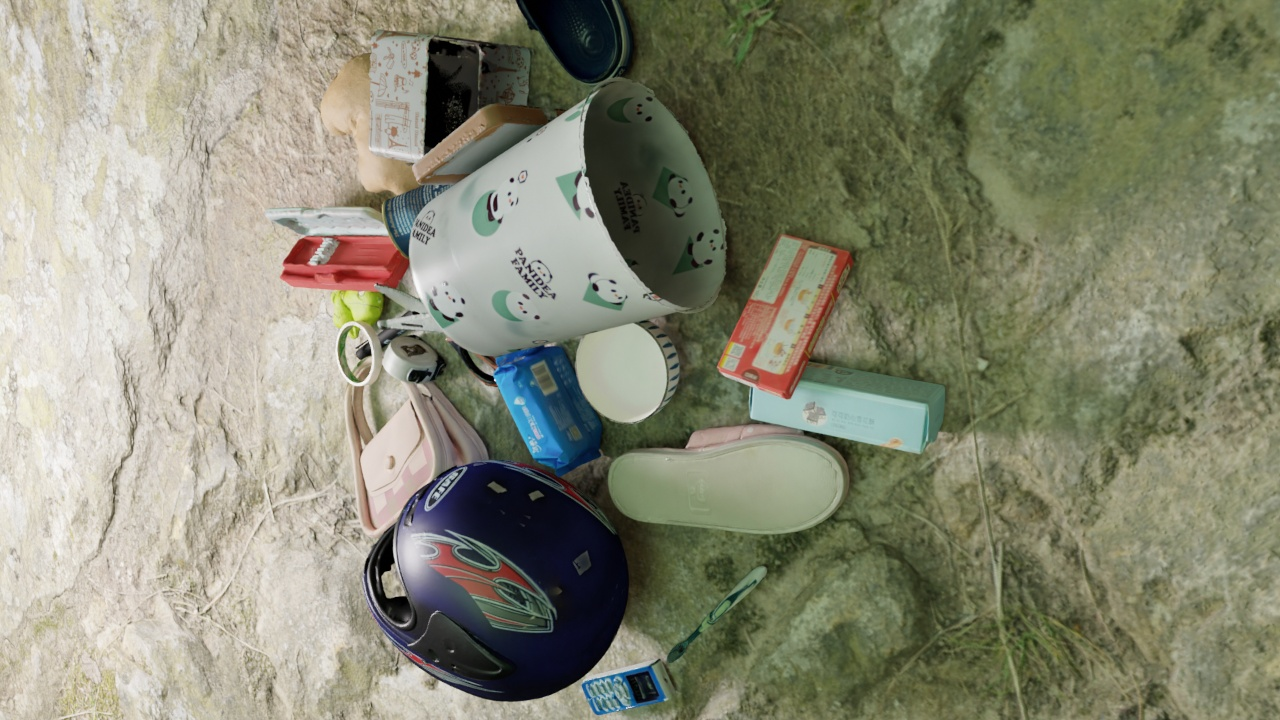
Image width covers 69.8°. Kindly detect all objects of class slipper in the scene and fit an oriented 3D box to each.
[{"bbox_3d":[-0.094,-0.399,0.941,0.105,0.095,0.253,-22,94,30],"label":"slipper"},{"bbox_3d":[0.091,0.128,0.984,0.275,0.054,0.114,-8,98,29],"label":"slipper"}]

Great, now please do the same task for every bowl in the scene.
[{"bbox_3d":[-0.006,0.006,1.003,0.117,0.066,0.116,7,104,28],"label":"bowl"}]

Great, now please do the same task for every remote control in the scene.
[{"bbox_3d":[-0.016,0.403,1.133,0.125,0.024,0.049,-25,89,34],"label":"remote control"}]

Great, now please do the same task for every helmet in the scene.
[{"bbox_3d":[-0.167,0.230,1.040,0.315,0.246,0.241,22,130,13],"label":"helmet"}]

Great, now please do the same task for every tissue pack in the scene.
[{"bbox_3d":[-0.105,0.056,1.058,0.052,0.094,0.157,-28,90,33],"label":"tissue pack"}]

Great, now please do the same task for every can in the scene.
[{"bbox_3d":[-0.232,-0.172,1.068,0.111,0.075,0.075,-19,92,11],"label":"can"}]

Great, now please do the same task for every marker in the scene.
[{"bbox_3d":[-0.333,-0.035,1.212,0.132,0.020,0.022,-29,92,33],"label":"marker"}]

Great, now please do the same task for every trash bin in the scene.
[{"bbox_3d":[-0.079,-0.122,0.920,0.253,0.229,0.229,-18,93,33],"label":"trash bin"}]

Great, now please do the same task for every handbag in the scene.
[{"bbox_3d":[-0.320,0.101,1.213,0.194,0.093,0.234,-41,69,31],"label":"handbag"}]

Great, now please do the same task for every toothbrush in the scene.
[{"bbox_3d":[0.084,0.293,1.050,0.016,0.018,0.192,46,120,13],"label":"toothbrush"}]

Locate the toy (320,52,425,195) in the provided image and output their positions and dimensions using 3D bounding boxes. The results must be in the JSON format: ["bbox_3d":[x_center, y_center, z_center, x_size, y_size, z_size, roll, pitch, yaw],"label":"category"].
[{"bbox_3d":[-0.294,-0.259,1.104,0.144,0.082,0.226,-34,89,38],"label":"toy"}]

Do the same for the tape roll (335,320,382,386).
[{"bbox_3d":[-0.369,-0.009,1.202,0.086,0.013,0.086,6,100,38],"label":"tape roll"}]

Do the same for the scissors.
[{"bbox_3d":[-0.222,-0.038,1.117,0.189,0.015,0.225,-35,102,33],"label":"scissors"}]

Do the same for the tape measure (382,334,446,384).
[{"bbox_3d":[-0.292,0.000,1.169,0.066,0.065,0.034,37,116,18],"label":"tape measure"}]

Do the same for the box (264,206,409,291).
[{"bbox_3d":[-0.394,-0.152,1.169,0.202,0.101,0.095,5,61,30],"label":"box"}]

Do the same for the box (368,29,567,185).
[{"bbox_3d":[-0.156,-0.255,0.959,0.185,0.182,0.154,13,108,27],"label":"box"}]

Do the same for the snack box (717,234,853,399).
[{"bbox_3d":[0.139,-0.044,0.882,0.075,0.025,0.152,21,79,29],"label":"snack box"}]

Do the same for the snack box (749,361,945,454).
[{"bbox_3d":[0.199,0.041,0.887,0.175,0.074,0.052,10,108,28],"label":"snack box"}]

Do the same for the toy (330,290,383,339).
[{"bbox_3d":[-0.375,-0.074,1.220,0.100,0.031,0.097,7,106,33],"label":"toy"}]
